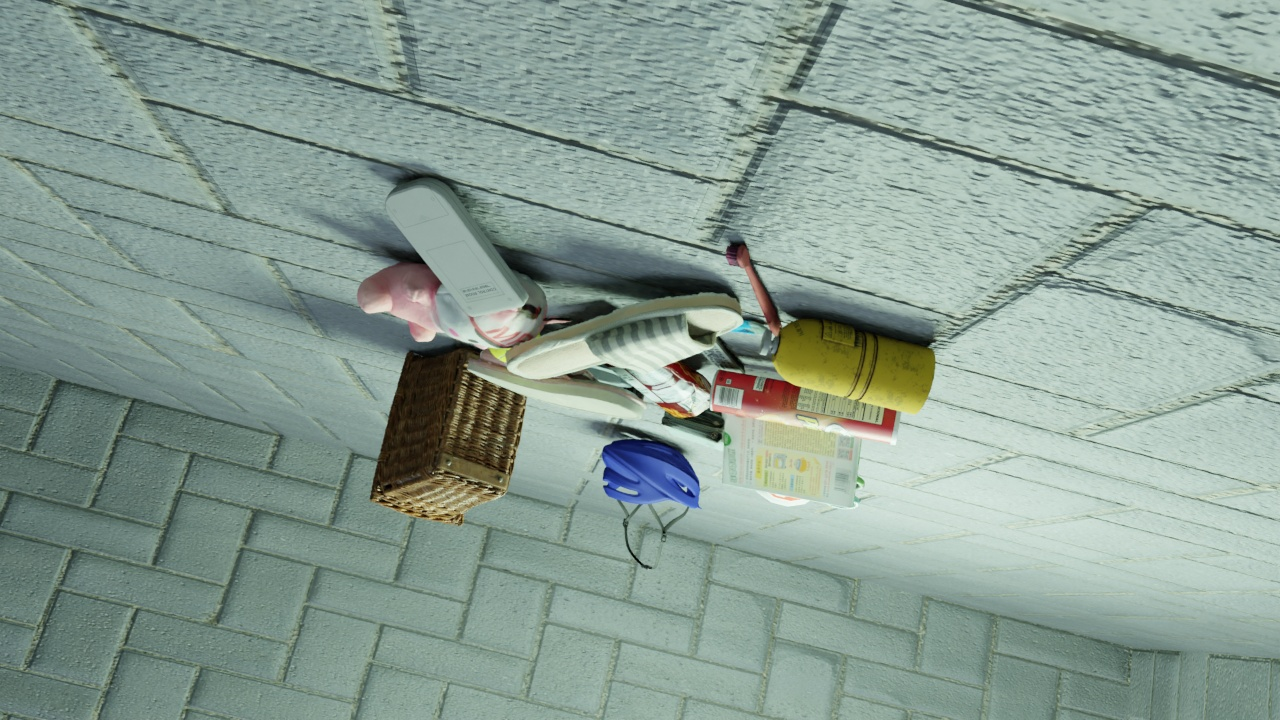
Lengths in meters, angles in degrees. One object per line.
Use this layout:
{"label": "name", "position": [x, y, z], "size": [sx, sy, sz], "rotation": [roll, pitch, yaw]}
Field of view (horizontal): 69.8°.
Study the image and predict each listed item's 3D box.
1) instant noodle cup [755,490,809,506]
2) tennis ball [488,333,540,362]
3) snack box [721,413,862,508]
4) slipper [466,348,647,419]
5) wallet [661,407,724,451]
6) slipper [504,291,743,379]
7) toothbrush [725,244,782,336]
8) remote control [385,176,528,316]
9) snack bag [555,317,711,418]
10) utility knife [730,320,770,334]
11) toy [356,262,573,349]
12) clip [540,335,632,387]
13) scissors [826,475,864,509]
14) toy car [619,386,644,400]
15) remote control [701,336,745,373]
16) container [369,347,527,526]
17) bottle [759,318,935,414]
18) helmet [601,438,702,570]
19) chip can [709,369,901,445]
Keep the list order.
{"label": "instant noodle cup", "position": [0.215, 0.123, 1.249], "size": [0.123, 0.123, 0.121], "rotation": [14, 157, -2]}
{"label": "tennis ball", "position": [-0.155, -0.029, 1.114], "size": [0.065, 0.065, 0.065], "rotation": [13, 164, 3]}
{"label": "snack box", "position": [0.187, 0.106, 1.137], "size": [0.168, 0.132, 0.027], "rotation": [9, -156, 18]}
{"label": "slipper", "position": [-0.108, 0.023, 1.173], "size": [0.275, 0.054, 0.114], "rotation": [12, 167, 32]}
{"label": "wallet", "position": [0.086, 0.099, 1.383], "size": [0.100, 0.054, 0.132], "rotation": [20, 167, 12]}
{"label": "slipper", "position": [-0.022, -0.014, 0.961], "size": [0.273, 0.054, 0.114], "rotation": [-14, 165, 28]}
{"label": "toothbrush", "position": [0.110, -0.063, 0.868], "size": [0.016, 0.016, 0.190], "rotation": [12, 165, 23]}
{"label": "remote control", "position": [-0.172, -0.104, 0.855], "size": [0.074, 0.019, 0.151], "rotation": [-8, 131, 34]}
{"label": "snack bag", "position": [-0.007, 0.007, 1.121], "size": [0.207, 0.066, 0.139], "rotation": [28, 164, -33]}
{"label": "utility knife", "position": [0.052, -0.040, 1.001], "size": [0.186, 0.015, 0.031], "rotation": [6, 158, 29]}
{"label": "toy", "position": [-0.193, -0.062, 1.005], "size": [0.213, 0.084, 0.142], "rotation": [7, 164, 29]}
{"label": "clip", "position": [-0.077, -0.004, 1.208], "size": [0.163, 0.028, 0.115], "rotation": [15, 163, -8]}
{"label": "scissors", "position": [0.202, 0.151, 1.183], "size": [0.175, 0.032, 0.093], "rotation": [11, 146, 3]}
{"label": "toy car", "position": [-0.013, 0.046, 1.295], "size": [0.037, 0.040, 0.092], "rotation": [16, 167, -17]}
{"label": "remote control", "position": [0.087, -0.010, 1.070], "size": [0.033, 0.013, 0.136], "rotation": [5, 162, 28]}
{"label": "container", "position": [-0.276, 0.108, 1.391], "size": [0.162, 0.249, 0.184], "rotation": [24, 153, -34]}
{"label": "bottle", "position": [0.201, 0.000, 0.914], "size": [0.164, 0.071, 0.071], "rotation": [14, 164, -1]}
{"label": "helmet", "position": [0.006, 0.260, 1.676], "size": [0.241, 0.227, 0.148], "rotation": [24, 171, -33]}
{"label": "chip can", "position": [0.190, 0.053, 1.064], "size": [0.215, 0.051, 0.052], "rotation": [10, 164, 15]}
